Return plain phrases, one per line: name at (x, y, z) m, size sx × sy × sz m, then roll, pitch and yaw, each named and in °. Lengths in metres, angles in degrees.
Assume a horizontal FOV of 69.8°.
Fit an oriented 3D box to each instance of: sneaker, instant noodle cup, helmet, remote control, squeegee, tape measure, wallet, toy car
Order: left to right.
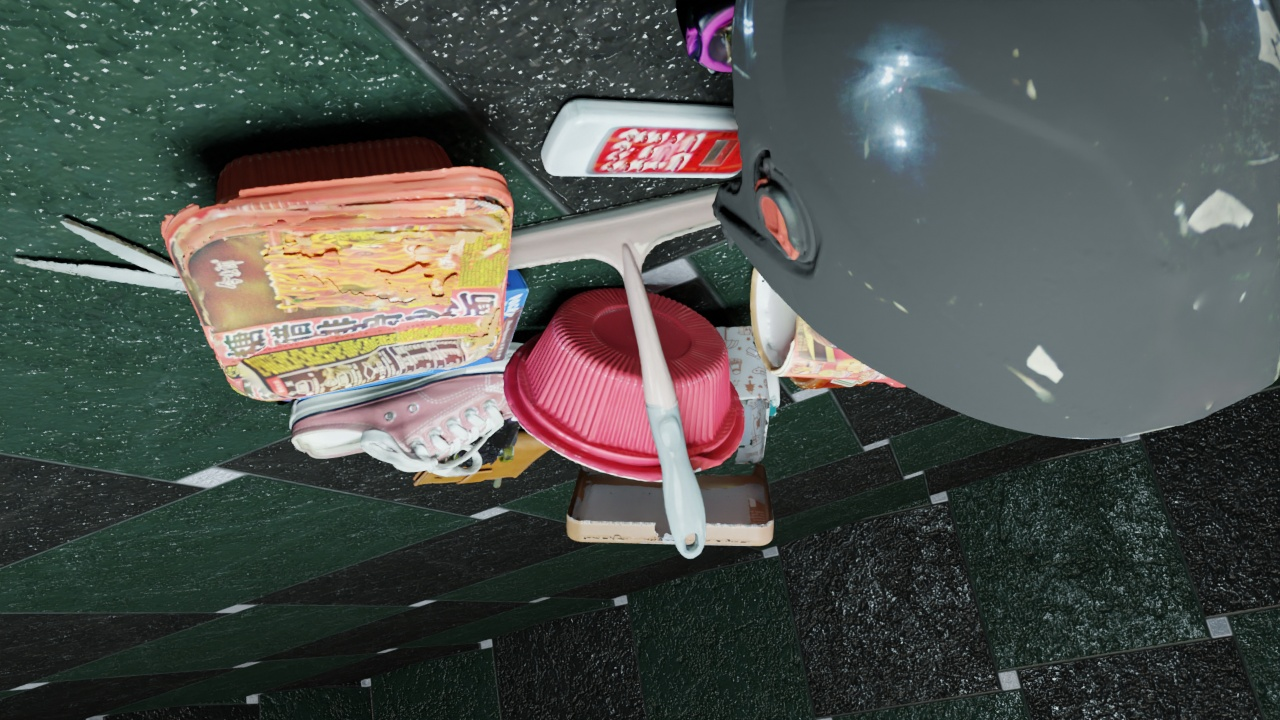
instant noodle cup at (-0.159, -0.055, 0.506) m, size 0.164 × 0.079 × 0.189 m, roll -10°, pitch 155°, yaw -17°
sneaker at (-0.172, 0.053, 0.762) m, size 0.241 × 0.087 × 0.118 m, roll -12°, pitch 148°, yaw 0°
wallet at (-0.179, 0.110, 1.025) m, size 0.130 × 0.035 × 0.119 m, roll -1°, pitch 150°, yaw -35°
toy car at (-0.149, 0.060, 0.888) m, size 0.070 × 0.042 × 0.159 m, roll -4°, pitch 146°, yaw -28°
instant noodle cup at (-0.004, 0.004, 0.698) m, size 0.193 × 0.193 × 0.066 m, roll -5°, pitch 129°, yaw -28°
squeegee at (0.012, 0.018, 0.609) m, size 0.247 × 0.249 × 0.040 m, roll -14°, pitch -172°, yaw -7°
remote control at (0.011, -0.128, 0.538) m, size 0.135 × 0.020 × 0.056 m, roll -5°, pitch 159°, yaw -28°
tape measure at (0.047, -0.164, 0.437) m, size 0.057 × 0.039 × 0.058 m, roll -21°, pitch 160°, yaw 15°
instant noodle cup at (0.153, -0.043, 0.724) m, size 0.108 × 0.137 × 0.138 m, roll -3°, pitch 158°, yaw -11°
helmet at (0.165, -0.098, 0.398) m, size 0.233 × 0.230 × 0.275 m, roll -39°, pitch 127°, yaw -3°

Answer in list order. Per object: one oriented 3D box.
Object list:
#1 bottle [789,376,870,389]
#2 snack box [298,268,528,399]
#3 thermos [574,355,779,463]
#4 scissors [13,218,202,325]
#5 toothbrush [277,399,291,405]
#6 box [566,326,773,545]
bottle at (0.242, -0.002, 1.003) m, size 0.205 × 0.059 × 0.060 m, roll -2°, pitch 157°, yaw -42°
snack box at (-0.162, -0.020, 0.641) m, size 0.156 × 0.026 × 0.085 m, roll -11°, pitch 148°, yaw -30°
thermos at (0.033, 0.044, 0.947) m, size 0.224 × 0.073 × 0.073 m, roll -14°, pitch 160°, yaw 0°
scissors at (-0.270, -0.045, 0.558) m, size 0.159 × 0.014 × 0.176 m, roll -11°, pitch 159°, yaw -15°
toothbrush at (-0.239, 0.002, 0.708) m, size 0.014 × 0.016 × 0.190 m, roll 5°, pitch 153°, yaw -44°
box at (0.024, 0.088, 0.817) m, size 0.182 × 0.180 × 0.154 m, roll -4°, pitch 146°, yaw 3°
